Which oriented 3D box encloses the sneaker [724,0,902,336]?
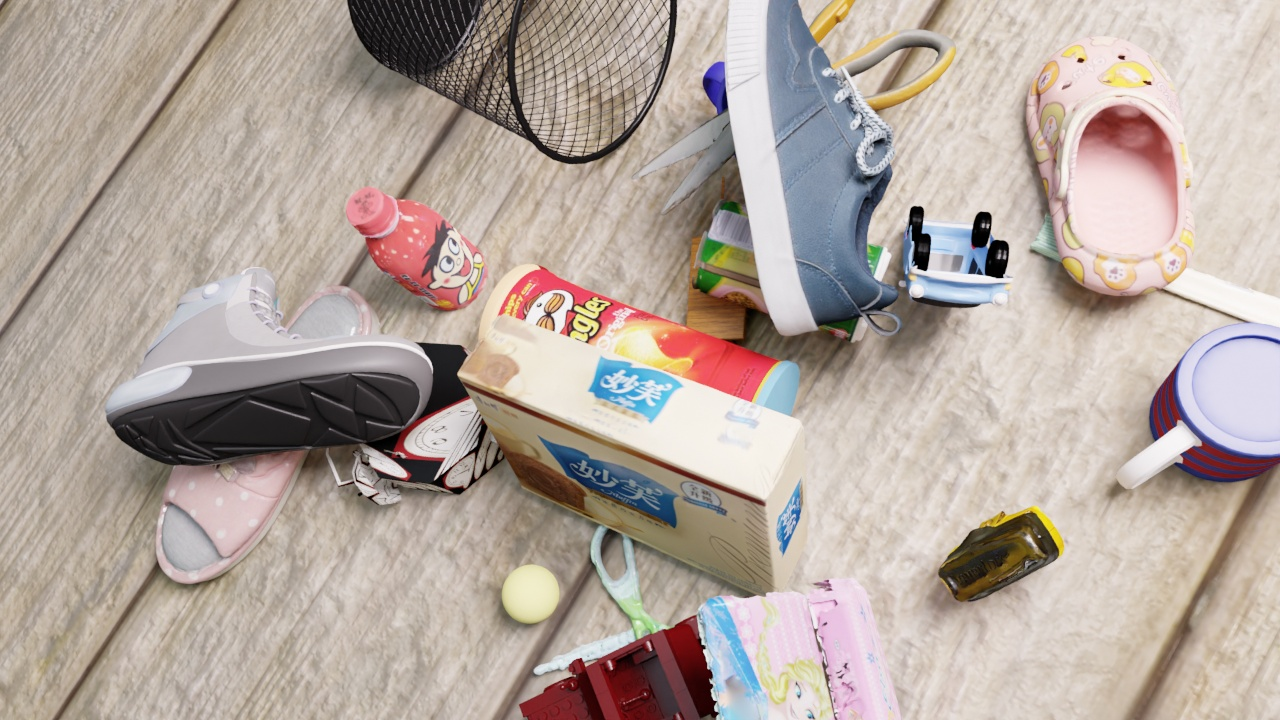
[{"bbox_3d":[0.106,-0.127,0.548,0.087,0.089,0.235,-9,91,19],"label":"sneaker"}]

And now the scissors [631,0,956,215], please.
[{"bbox_3d":[0.088,-0.190,0.620,0.225,0.016,0.175,-22,68,13],"label":"scissors"}]

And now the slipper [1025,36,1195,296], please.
[{"bbox_3d":[0.304,-0.138,0.581,0.093,0.081,0.197,-4,64,15],"label":"slipper"}]

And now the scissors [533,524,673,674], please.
[{"bbox_3d":[0.005,0.186,0.623,0.171,0.021,0.172,-18,73,10],"label":"scissors"}]

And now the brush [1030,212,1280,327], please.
[{"bbox_3d":[0.359,-0.044,0.578,0.218,0.012,0.033,26,82,23],"label":"brush"}]

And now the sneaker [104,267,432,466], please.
[{"bbox_3d":[-0.263,-0.014,0.684,0.257,0.093,0.160,-11,51,16],"label":"sneaker"}]

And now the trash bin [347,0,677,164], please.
[{"bbox_3d":[-0.110,-0.276,0.729,0.210,0.184,0.184,27,83,30],"label":"trash bin"}]

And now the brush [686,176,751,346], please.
[{"bbox_3d":[0.060,-0.072,0.684,0.048,0.017,0.126,-1,72,18],"label":"brush"}]

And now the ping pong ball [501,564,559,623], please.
[{"bbox_3d":[-0.077,0.163,0.641,0.040,0.040,0.040,-6,71,17],"label":"ping pong ball"}]

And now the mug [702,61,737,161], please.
[{"bbox_3d":[0.092,-0.179,0.672,0.111,0.083,0.079,39,88,25],"label":"mug"}]

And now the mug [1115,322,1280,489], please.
[{"bbox_3d":[0.325,0.036,0.526,0.112,0.076,0.075,-35,65,5],"label":"mug"}]

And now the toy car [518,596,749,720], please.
[{"bbox_3d":[0.000,0.211,0.576,0.170,0.062,0.070,-29,69,11],"label":"toy car"}]

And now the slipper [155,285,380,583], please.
[{"bbox_3d":[-0.313,0.055,0.750,0.114,0.054,0.274,28,82,25],"label":"slipper"}]

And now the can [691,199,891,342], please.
[{"bbox_3d":[0.102,-0.061,0.627,0.121,0.067,0.067,19,79,11],"label":"can"}]

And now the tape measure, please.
[{"bbox_3d":[0.215,0.112,0.545,0.066,0.064,0.037,-41,70,35],"label":"tape measure"}]

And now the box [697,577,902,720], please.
[{"bbox_3d":[0.115,0.234,0.493,0.062,0.160,0.230,-25,65,34],"label":"box"}]

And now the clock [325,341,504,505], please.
[{"bbox_3d":[-0.179,0.048,0.700,0.155,0.065,0.114,-18,68,11],"label":"clock"}]

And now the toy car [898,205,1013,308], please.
[{"bbox_3d":[0.194,-0.060,0.576,0.056,0.153,0.055,7,112,12],"label":"toy car"}]

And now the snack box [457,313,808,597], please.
[{"bbox_3d":[-0.001,0.063,0.582,0.207,0.153,0.055,20,62,23],"label":"snack box"}]

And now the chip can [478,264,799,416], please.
[{"bbox_3d":[-0.004,0.004,0.644,0.213,0.087,0.087,21,80,23],"label":"chip can"}]

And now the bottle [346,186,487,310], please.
[{"bbox_3d":[-0.173,-0.088,0.703,0.062,0.137,0.062,-5,72,16],"label":"bottle"}]
